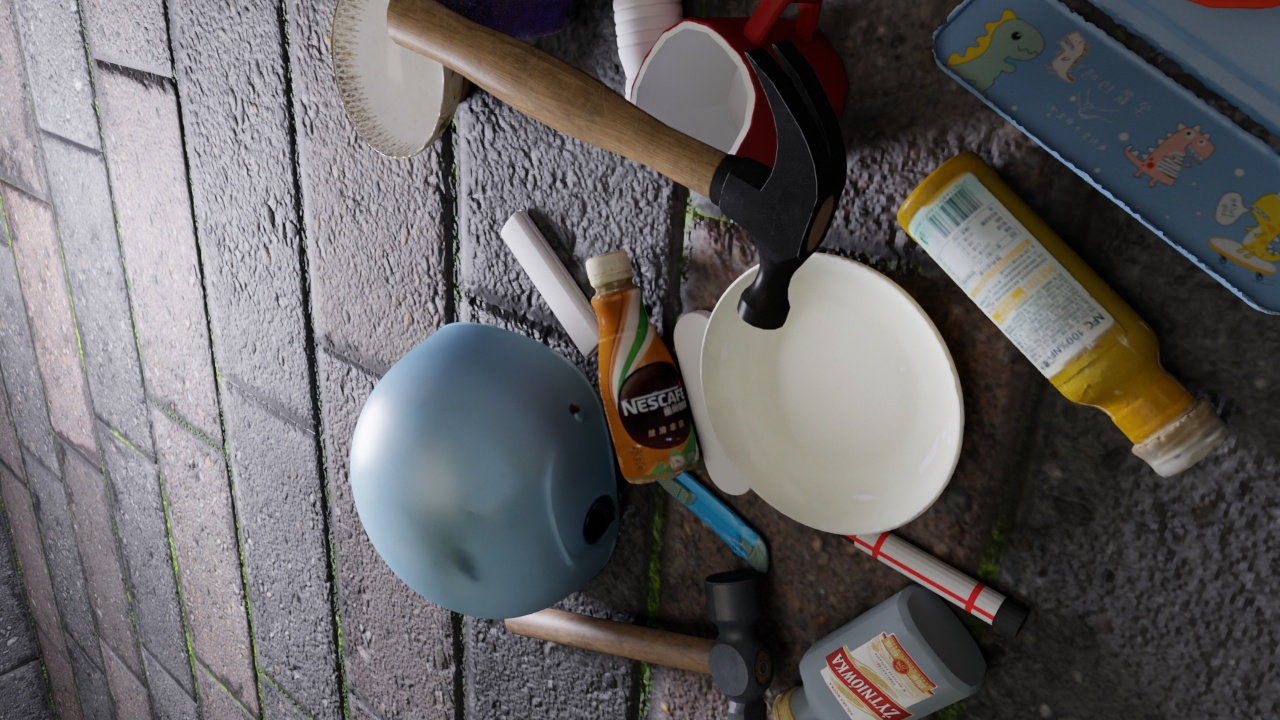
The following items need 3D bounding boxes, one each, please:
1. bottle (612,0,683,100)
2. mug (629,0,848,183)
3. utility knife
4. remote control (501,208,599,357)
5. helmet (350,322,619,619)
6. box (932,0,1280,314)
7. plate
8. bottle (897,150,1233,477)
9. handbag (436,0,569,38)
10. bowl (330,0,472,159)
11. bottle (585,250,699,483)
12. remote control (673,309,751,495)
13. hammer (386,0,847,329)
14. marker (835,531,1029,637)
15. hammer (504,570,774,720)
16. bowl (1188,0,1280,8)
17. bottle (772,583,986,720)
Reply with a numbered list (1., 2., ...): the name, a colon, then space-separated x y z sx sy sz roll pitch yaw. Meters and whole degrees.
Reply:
1. bottle: 0.007 -0.203 0.590 0.044 0.044 0.136 6 109 41
2. mug: 0.065 -0.160 0.517 0.080 0.096 0.117 51 132 15
3. utility knife: 0.024 0.092 0.707 0.198 0.015 0.031 39 127 27
4. remote control: -0.070 -0.062 0.735 0.131 0.012 0.033 55 133 12
5. helmet: -0.139 0.110 0.759 0.226 0.166 0.266 8 124 34
6. box: 0.245 -0.127 0.411 0.209 0.039 0.127 47 115 19
7. plate: 0.120 0.019 0.578 0.182 0.034 0.182 17 116 37
8. bottle: 0.212 -0.024 0.465 0.186 0.053 0.053 51 132 15
9. handbag: -0.096 -0.332 0.577 0.222 0.125 0.205 33 126 19
10. bowl: -0.180 -0.237 0.733 0.145 0.063 0.145 16 115 37
11. bottle: -0.004 0.004 0.668 0.059 0.059 0.167 -12 94 44
12. remote control: 0.055 0.031 0.656 0.043 0.013 0.136 -8 100 43
13. hammer: -0.030 -0.144 0.506 0.305 0.040 0.133 33 131 23
14. marker: 0.172 0.127 0.582 0.146 0.019 0.019 28 123 32
15. hammer: -0.018 0.235 0.770 0.323 0.040 0.129 -9 88 49
16. bowl: 0.246 -0.194 0.363 0.122 0.035 0.122 -1 87 23
17. bottle: 0.149 0.215 0.617 0.072 0.046 0.162 53 133 14
